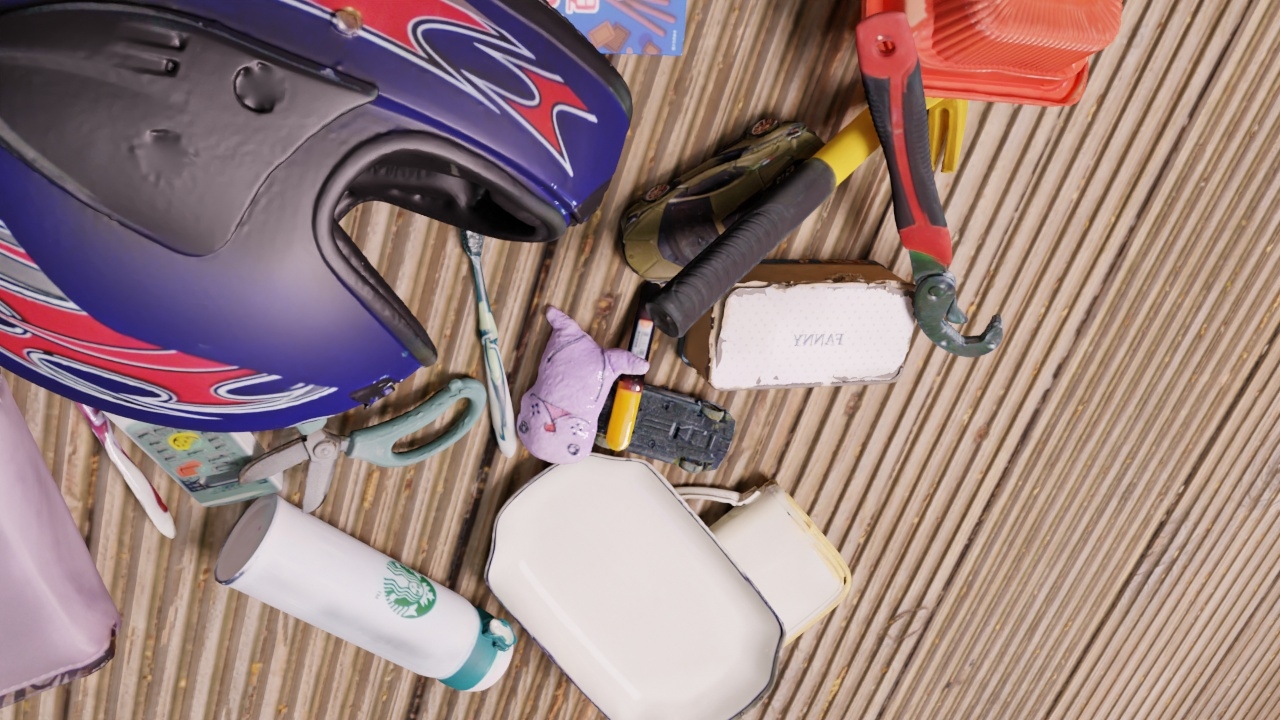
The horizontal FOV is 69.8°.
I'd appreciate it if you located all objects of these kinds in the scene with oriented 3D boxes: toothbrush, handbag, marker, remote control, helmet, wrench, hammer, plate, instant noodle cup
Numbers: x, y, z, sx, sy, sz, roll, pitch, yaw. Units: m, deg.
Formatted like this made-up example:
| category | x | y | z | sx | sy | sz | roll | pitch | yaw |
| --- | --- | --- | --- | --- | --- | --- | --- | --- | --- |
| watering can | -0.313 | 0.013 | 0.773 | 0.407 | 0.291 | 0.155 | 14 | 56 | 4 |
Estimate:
| category | x | y | z | sx | sy | sz | roll | pitch | yaw |
| --- | --- | --- | --- | --- | --- | --- | --- | --- | --- |
| toothbrush | -0.334 | 0.039 | 0.575 | 0.017 | 0.016 | 0.188 | -26 | 122 | -18 |
| handbag | -0.411 | 0.111 | 0.533 | 0.145 | 0.098 | 0.197 | -13 | 118 | -12 |
| marker | -0.004 | 0.004 | 0.660 | 0.018 | 0.015 | 0.124 | 13 | 90 | -2 |
| toothbrush | -0.103 | -0.011 | 0.633 | 0.016 | 0.018 | 0.192 | -13 | 119 | -15 |
| remote control | -0.274 | 0.049 | 0.565 | 0.056 | 0.019 | 0.135 | -12 | 144 | -2 |
| helmet | -0.182 | -0.084 | 0.427 | 0.315 | 0.247 | 0.240 | 23 | 88 | -20 |
| wrench | 0.189 | -0.102 | 0.608 | 0.056 | 0.016 | 0.273 | -10 | 129 | 27 |
| hammer | 0.118 | -0.121 | 0.605 | 0.300 | 0.033 | 0.129 | -42 | 122 | -18 |
| plate | -0.002 | 0.186 | 0.721 | 0.162 | 0.034 | 0.266 | -39 | 103 | 6 |
| handbag | 0.066 | 0.166 | 0.771 | 0.163 | 0.063 | 0.179 | -38 | 107 | 1 |
| instant noodle cup | 0.229 | -0.250 | 0.573 | 0.188 | 0.079 | 0.164 | -3 | 95 | -21 |

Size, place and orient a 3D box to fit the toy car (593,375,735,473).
| category | x | y | z | sx | sy | sz | roll | pitch | yaw |
| --- | --- | --- | --- | --- | --- | --- | --- | --- | --- |
| toy car | 0.013 | 0.047 | 0.697 | 0.120 | 0.036 | 0.054 | 16 | 104 | -16 |

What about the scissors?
| category | x | y | z | sx | sy | sz | roll | pitch | yaw |
| --- | --- | --- | --- | --- | --- | --- | --- | --- | --- |
| scissors | -0.181 | 0.019 | 0.588 | 0.170 | 0.019 | 0.178 | -22 | 133 | -25 |

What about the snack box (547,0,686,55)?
| category | x | y | z | sx | sy | sz | roll | pitch | yaw |
| --- | --- | --- | --- | --- | --- | --- | --- | --- | --- |
| snack box | -0.047 | -0.227 | 0.540 | 0.157 | 0.026 | 0.085 | -5 | 118 | -18 |

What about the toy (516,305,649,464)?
| category | x | y | z | sx | sy | sz | roll | pitch | yaw |
| --- | --- | --- | --- | --- | --- | --- | --- | --- | --- |
| toy | -0.049 | 0.026 | 0.653 | 0.084 | 0.038 | 0.108 | 28 | 106 | 11 |

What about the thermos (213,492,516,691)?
| category | x | y | z | sx | sy | sz | roll | pitch | yaw |
| --- | --- | --- | --- | --- | --- | --- | --- | --- | --- |
| thermos | -0.188 | 0.176 | 0.667 | 0.073 | 0.073 | 0.224 | -47 | 122 | 6 |

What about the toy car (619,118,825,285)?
| category | x | y | z | sx | sy | sz | roll | pitch | yaw |
| --- | --- | --- | --- | --- | --- | --- | --- | --- | --- |
| toy car | 0.060 | -0.106 | 0.634 | 0.158 | 0.042 | 0.070 | -31 | 122 | 0 |

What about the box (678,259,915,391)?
| category | x | y | z | sx | sy | sz | roll | pitch | yaw |
| --- | --- | --- | --- | --- | --- | --- | --- | --- | --- |
| box | 0.113 | -0.027 | 0.683 | 0.184 | 0.061 | 0.090 | 1 | 114 | -19 |
